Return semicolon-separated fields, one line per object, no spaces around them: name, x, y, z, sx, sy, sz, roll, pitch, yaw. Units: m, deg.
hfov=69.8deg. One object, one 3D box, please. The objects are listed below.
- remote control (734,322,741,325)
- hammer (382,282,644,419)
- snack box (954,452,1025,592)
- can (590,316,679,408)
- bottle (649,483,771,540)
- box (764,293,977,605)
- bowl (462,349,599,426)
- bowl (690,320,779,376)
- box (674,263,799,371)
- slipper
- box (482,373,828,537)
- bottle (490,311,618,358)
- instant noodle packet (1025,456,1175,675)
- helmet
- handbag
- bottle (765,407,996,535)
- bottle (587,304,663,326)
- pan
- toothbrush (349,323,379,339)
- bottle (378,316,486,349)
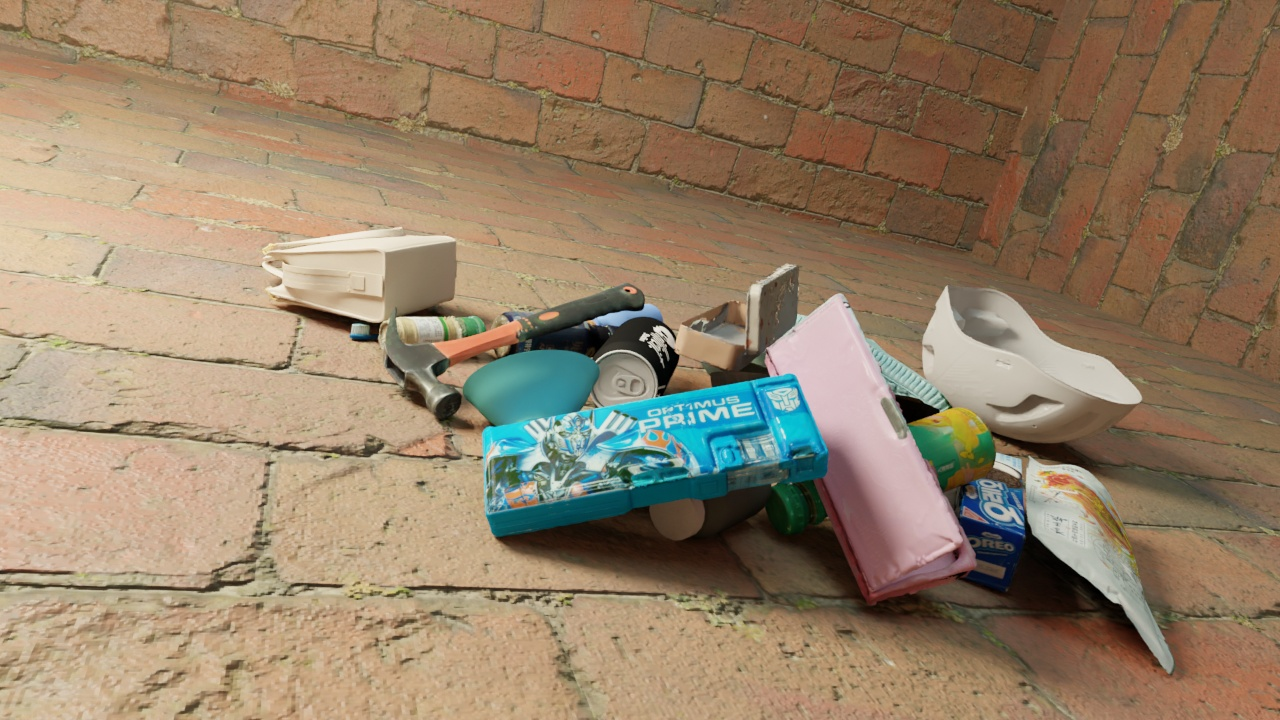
remote control;0.127;-0.039;1.205;0.045;0.021;0.140;15;-17;8
hammer;-0.113;-0.033;0.941;0.133;0.033;0.332;37;37;28
snack box;0.326;0.140;0.863;0.059;0.059;0.225;17;18;18
can;-0.006;0.006;0.967;0.080;0.080;0.145;17;17;5
bottle;0.056;0.107;0.730;0.060;0.060;0.108;26;22;31
box;0.179;0.060;0.719;0.099;0.099;0.232;-10;57;-10
bowl;-0.092;0.040;0.801;0.121;0.121;0.046;4;60;-31
bowl;0.122;0.011;1.083;0.174;0.068;0.174;16;16;-5
box;0.111;-0.046;1.015;0.108;0.095;0.215;-6;9;22
slipper;0.265;0.012;1.133;0.276;0.116;0.069;30;50;29
box;0.003;0.052;0.710;0.243;0.064;0.174;-10;20;-3
bottle;-0.088;-0.023;1.032;0.160;0.056;0.056;3;21;-36
instant noodle packet;0.409;0.163;0.831;0.147;0.057;0.268;43;20;9
helmet;0.512;0.011;1.219;0.223;0.184;0.283;-9;22;-42
handbag;-0.334;-0.103;1.032;0.198;0.101;0.194;7;13;13
bottle;0.206;0.099;0.796;0.209;0.068;0.068;-16;28;-20
bottle;-0.027;-0.046;1.171;0.048;0.048;0.131;26;20;32
pan;0.235;0.066;0.954;0.355;0.043;0.249;13;-6;-28
toothbrush;-0.250;-0.031;0.985;0.132;0.016;0.021;-2;15;-44
bottle;-0.216;-0.025;0.956;0.109;0.043;0.043;-2;24;-42
